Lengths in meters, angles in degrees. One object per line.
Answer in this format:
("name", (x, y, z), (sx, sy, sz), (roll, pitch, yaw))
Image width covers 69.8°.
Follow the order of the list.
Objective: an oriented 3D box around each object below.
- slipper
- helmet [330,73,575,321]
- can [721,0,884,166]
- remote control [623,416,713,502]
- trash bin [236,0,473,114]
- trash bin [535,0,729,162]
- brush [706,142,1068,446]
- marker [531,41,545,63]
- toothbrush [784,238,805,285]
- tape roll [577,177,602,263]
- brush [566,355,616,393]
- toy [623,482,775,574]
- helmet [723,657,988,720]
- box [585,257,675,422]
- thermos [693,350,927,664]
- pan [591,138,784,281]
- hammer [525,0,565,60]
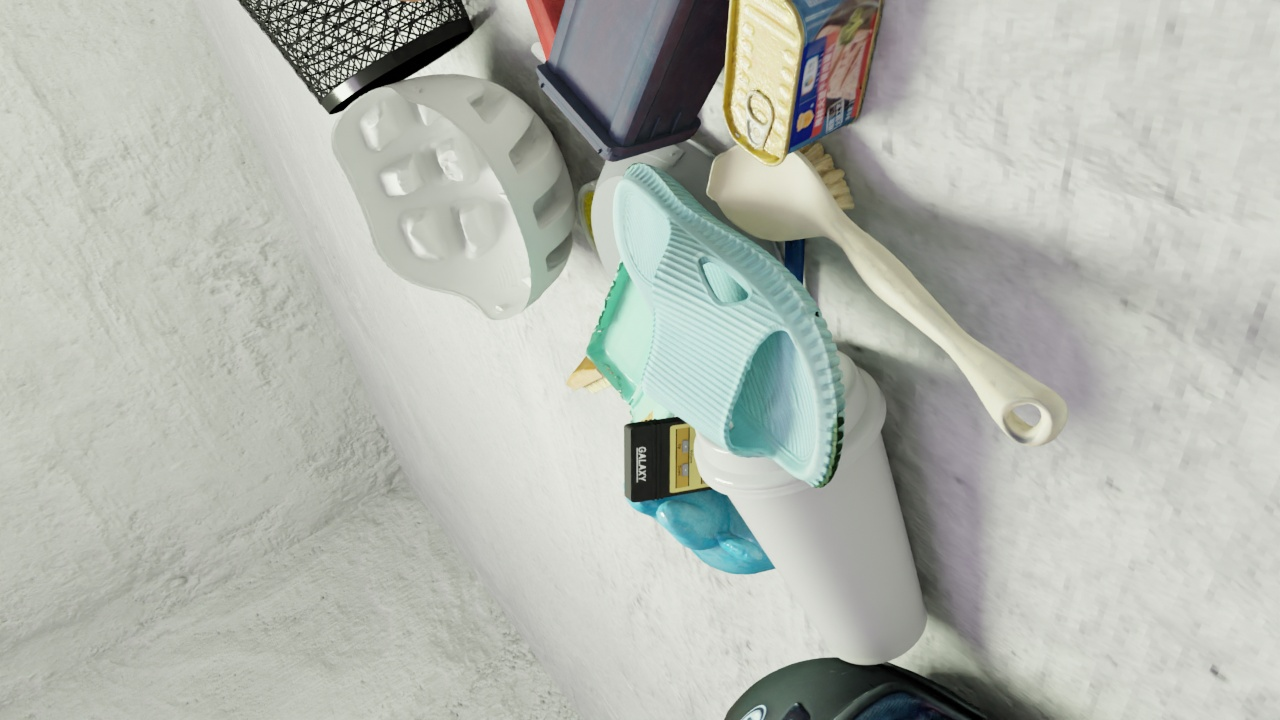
("slipper", (0.031, -0.032, 0.561), (0.276, 0.069, 0.116), (54, 147, 43))
("helmet", (-0.164, -0.159, 0.858), (0.282, 0.183, 0.224), (35, 154, 59))
("can", (0.084, -0.159, 0.486), (0.054, 0.059, 0.100), (47, 155, 30))
("remote control", (0.051, 0.067, 0.679), (0.013, 0.133, 0.058), (-153, 59, -63))
("trash bin", (-0.288, -0.378, 0.848), (0.243, 0.216, 0.217), (60, 159, -17))
("trash bin", (0.005, -0.201, 0.527), (0.093, 0.092, 0.161), (51, 143, 19))
("brush", (0.121, -0.048, 0.477), (0.272, 0.077, 0.062), (-125, 24, -46))
("marker", (-0.050, -0.226, 0.756), (0.132, 0.014, 0.014), (47, 155, 29))
("toothbrush", (0.114, -0.016, 0.660), (0.016, 0.017, 0.190), (40, 149, 42))
("tape roll", (-0.023, -0.118, 0.825), (0.094, 0.019, 0.094), (46, 154, 31))
("brush", (-0.043, 0.007, 0.988), (0.039, 0.049, 0.117), (40, 160, -11))
("toy", (0.060, 0.113, 0.755), (0.183, 0.115, 0.180), (26, 179, 38))
("helmet", (0.154, 0.339, 0.668), (0.236, 0.248, 0.316), (31, 168, 22))
("box", (0.005, 0.002, 0.742), (0.137, 0.057, 0.187), (66, 159, 18))
("thermos", (0.132, 0.111, 0.649), (0.132, 0.131, 0.222), (23, 145, 57))
("pan", (0.021, -0.141, 0.662), (0.201, 0.050, 0.357), (32, 146, 38))
("hammer", (-0.093, -0.319, 0.609), (0.126, 0.036, 0.315), (-18, 94, 66))
